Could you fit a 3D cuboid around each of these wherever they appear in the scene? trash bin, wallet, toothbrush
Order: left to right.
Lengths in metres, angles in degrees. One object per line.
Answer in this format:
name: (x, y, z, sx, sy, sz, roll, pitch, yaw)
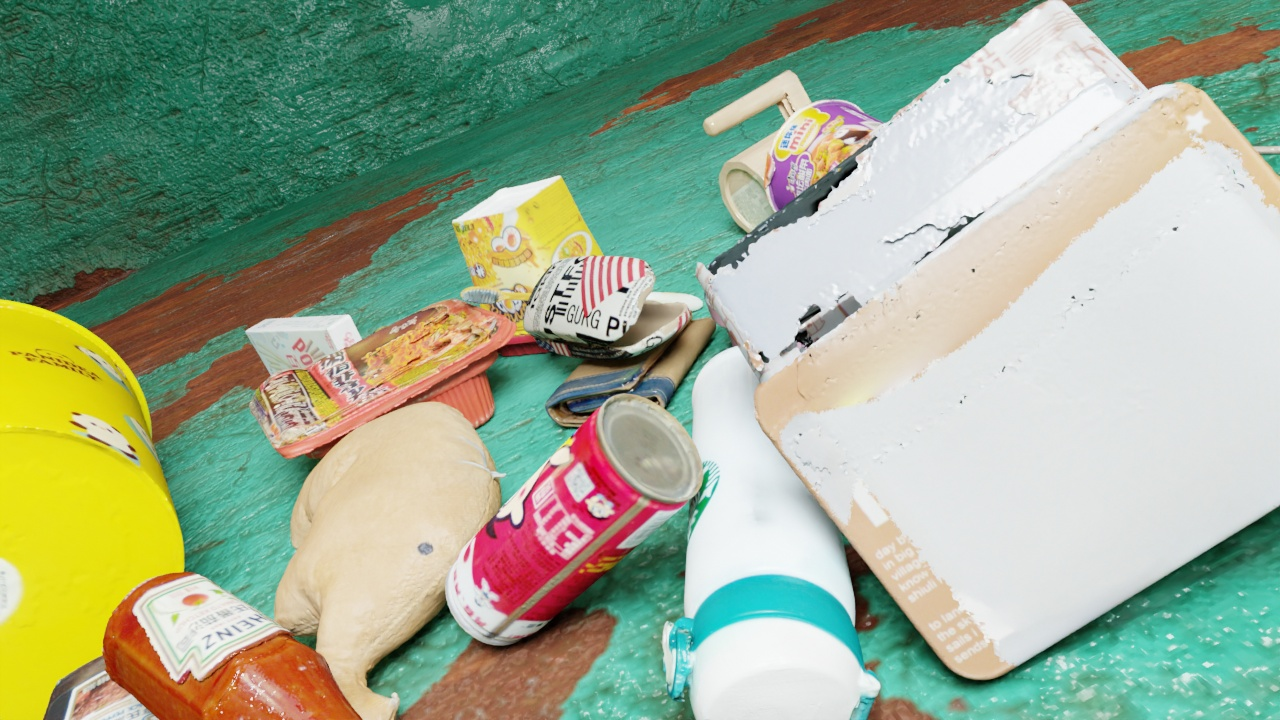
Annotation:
trash bin: (-0.415, 0.094, 0.584, 0.229, 0.230, 0.255, -34, 32, -26)
toothbrush: (-0.046, -0.047, 0.721, 0.191, 0.016, 0.018, 2, 15, -2)
wallet: (-0.004, 0.004, 0.641, 0.090, 0.033, 0.115, -9, 23, 30)

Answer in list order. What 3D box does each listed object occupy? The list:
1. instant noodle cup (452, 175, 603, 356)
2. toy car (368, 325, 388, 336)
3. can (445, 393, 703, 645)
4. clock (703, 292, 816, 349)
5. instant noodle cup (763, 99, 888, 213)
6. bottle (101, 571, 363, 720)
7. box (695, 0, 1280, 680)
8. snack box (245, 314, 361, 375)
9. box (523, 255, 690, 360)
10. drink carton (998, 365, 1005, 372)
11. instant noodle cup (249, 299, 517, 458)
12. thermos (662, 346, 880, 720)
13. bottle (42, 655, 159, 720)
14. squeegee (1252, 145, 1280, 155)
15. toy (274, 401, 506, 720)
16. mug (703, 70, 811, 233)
instant noodle cup: (-0.090, -0.082, 0.784, 0.116, 0.124, 0.115, -4, 28, 35)
toy car: (-0.200, -0.015, 0.832, 0.106, 0.049, 0.031, -20, 21, 1)
can: (-0.034, 0.074, 0.406, 0.133, 0.053, 0.053, -46, 9, 32)
clock: (0.123, -0.041, 0.589, 0.159, 0.060, 0.117, -17, 22, 15)
instant noodle cup: (0.170, -0.141, 0.720, 0.111, 0.112, 0.099, -27, 33, -13)
bottle: (-0.148, 0.148, 0.380, 0.206, 0.060, 0.059, 15, 41, 34)
box: (0.151, -0.002, 0.356, 0.183, 0.192, 0.156, -37, -23, 18)
snack box: (-0.293, 0.003, 0.828, 0.157, 0.085, 0.026, 1, 31, 43)
box: (-0.025, -0.025, 0.640, 0.164, 0.081, 0.074, 8, 66, 57)
drink carton: (0.216, 0.005, 0.420, 0.053, 0.045, 0.122, -23, 23, -3)
instant noodle cup: (-0.188, 0.024, 0.696, 0.188, 0.079, 0.165, -32, 25, -20)
thermos: (0.050, 0.069, 0.397, 0.073, 0.073, 0.223, -17, 24, 13)
bottle: (-0.228, 0.192, 0.409, 0.079, 0.044, 0.195, -23, 23, -22)
squeegee: (0.233, -0.082, 0.529, 0.248, 0.040, 0.248, 12, 42, 47)
toy: (-0.134, 0.098, 0.494, 0.143, 0.082, 0.226, -43, 25, 4)
mug: (0.125, -0.184, 0.822, 0.103, 0.124, 0.084, -34, 7, -21)
